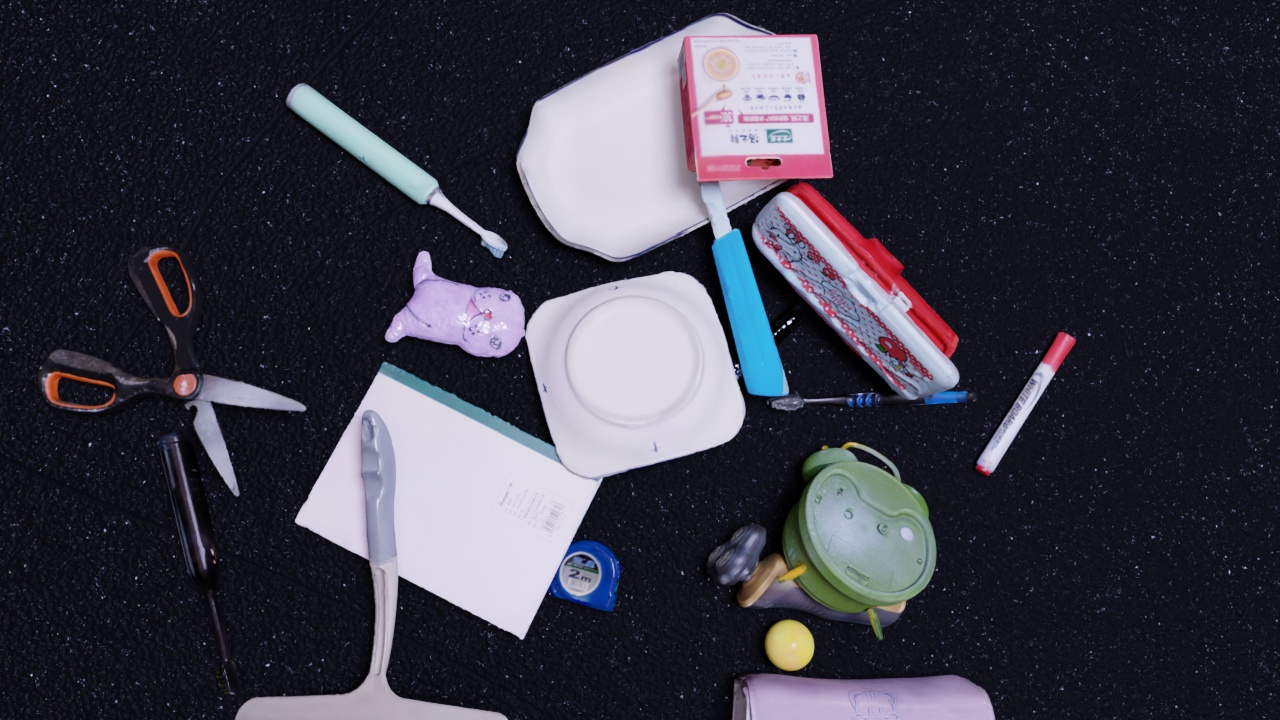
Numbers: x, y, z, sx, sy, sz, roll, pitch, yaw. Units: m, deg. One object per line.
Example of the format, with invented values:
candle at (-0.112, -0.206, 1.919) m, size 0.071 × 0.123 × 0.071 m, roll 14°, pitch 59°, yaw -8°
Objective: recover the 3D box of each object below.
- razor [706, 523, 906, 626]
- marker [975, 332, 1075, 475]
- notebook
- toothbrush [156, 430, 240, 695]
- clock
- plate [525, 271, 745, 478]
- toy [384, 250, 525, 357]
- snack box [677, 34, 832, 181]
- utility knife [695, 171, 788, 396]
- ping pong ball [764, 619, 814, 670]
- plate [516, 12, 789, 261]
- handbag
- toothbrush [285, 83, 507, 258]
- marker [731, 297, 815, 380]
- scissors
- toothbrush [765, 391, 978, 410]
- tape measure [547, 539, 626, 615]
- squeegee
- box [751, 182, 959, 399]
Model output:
razor at (0.139, 0.182, 0.754) m, size 0.167 × 0.062 × 0.067 m, roll 17°, pitch 81°, yaw -8°
marker at (0.336, 0.038, 0.801) m, size 0.017 × 0.017 × 0.145 m, roll 36°, pitch 82°, yaw 0°
notebook at (-0.154, 0.111, 0.748) m, size 0.209 × 0.012 × 0.150 m, roll 26°, pitch 83°, yaw 5°
toothbrush at (-0.349, 0.162, 0.733) m, size 0.027 × 0.026 × 0.212 m, roll -17°, pitch 86°, yaw 28°
clock at (0.176, 0.132, 0.740) m, size 0.116 × 0.056 × 0.160 m, roll 31°, pitch 50°, yaw -3°
plate at (-0.004, 0.004, 0.754) m, size 0.164 × 0.034 × 0.163 m, roll -15°, pitch 72°, yaw -6°
toy at (-0.147, -0.040, 0.763) m, size 0.108 × 0.039 × 0.083 m, roll 15°, pitch 74°, yaw -1°
snack box at (0.093, -0.200, 0.755) m, size 0.113 × 0.044 × 0.127 m, roll -3°, pitch 79°, yaw -7°
utility knife at (0.081, -0.069, 0.766) m, size 0.034 × 0.018 × 0.209 m, roll -15°, pitch 89°, yaw -5°
ping pong ball at (0.122, 0.233, 0.751) m, size 0.040 × 0.040 × 0.040 m, roll 0°, pitch 83°, yaw -4°
plate at (0.025, -0.189, 0.794) m, size 0.265 × 0.034 × 0.162 m, roll -29°, pitch 87°, yaw -7°
handbag at (0.172, 0.324, 0.722) m, size 0.197 × 0.098 × 0.144 m, roll 3°, pitch 78°, yaw -5°
toothbrush at (-0.204, -0.160, 0.778) m, size 0.224 × 0.027 × 0.026 m, roll 36°, pitch 50°, yaw 0°
marker at (0.097, -0.008, 0.786) m, size 0.132 × 0.022 × 0.020 m, roll -41°, pitch 102°, yaw -6°
scissors at (-0.375, 0.004, 0.730) m, size 0.221 × 0.022 × 0.230 m, roll -8°, pitch 75°, yaw 4°
toothbrush at (0.202, 0.034, 0.793) m, size 0.189 × 0.016 × 0.014 m, roll -1°, pitch 91°, yaw -5°
tape measure at (-0.042, 0.175, 0.752) m, size 0.058 × 0.025 × 0.054 m, roll 14°, pitch 81°, yaw 8°
squeegee at (-0.205, 0.162, 0.716) m, size 0.247 × 0.039 × 0.246 m, roll -5°, pitch 80°, yaw 20°
box at (0.185, -0.065, 0.747) m, size 0.201 × 0.100 × 0.112 m, roll 46°, pitch 62°, yaw 1°
